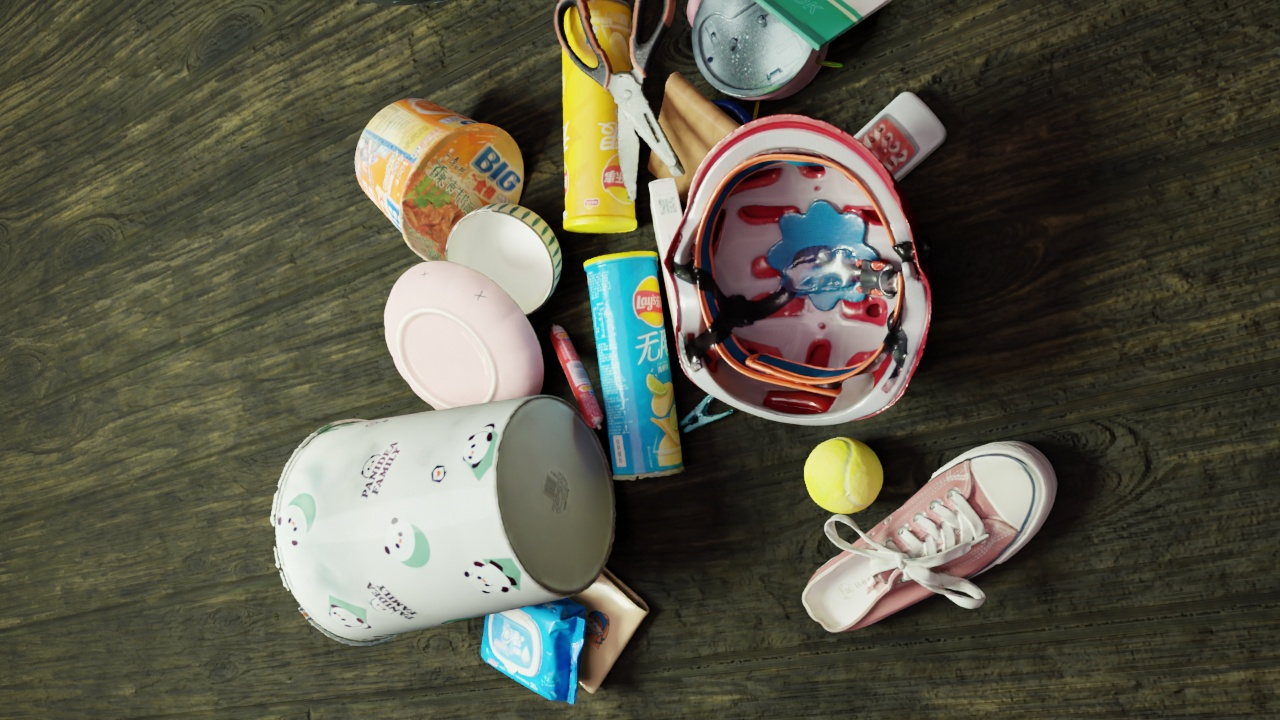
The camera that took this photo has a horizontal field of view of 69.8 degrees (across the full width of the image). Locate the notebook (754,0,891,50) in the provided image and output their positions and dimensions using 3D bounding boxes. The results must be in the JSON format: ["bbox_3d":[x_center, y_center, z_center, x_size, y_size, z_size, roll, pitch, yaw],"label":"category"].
[{"bbox_3d":[0.124,-0.355,0.770,0.150,0.012,0.209,-38,71,-20],"label":"notebook"}]

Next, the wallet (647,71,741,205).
[{"bbox_3d":[0.052,-0.187,0.834,0.101,0.020,0.115,46,147,20],"label":"wallet"}]

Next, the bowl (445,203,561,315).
[{"bbox_3d":[-0.131,-0.107,0.930,0.116,0.066,0.117,8,121,13],"label":"bowl"}]

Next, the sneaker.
[{"bbox_3d":[0.226,0.154,0.747,0.242,0.087,0.118,-41,73,25],"label":"sneaker"}]

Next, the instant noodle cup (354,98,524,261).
[{"bbox_3d":[-0.212,-0.192,0.942,0.111,0.151,0.151,37,109,31],"label":"instant noodle cup"}]

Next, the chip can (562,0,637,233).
[{"bbox_3d":[-0.040,-0.232,0.884,0.072,0.072,0.213,0,91,28],"label":"chip can"}]

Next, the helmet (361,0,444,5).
[{"bbox_3d":[-0.257,-0.485,0.903,0.234,0.229,0.274,-24,73,34],"label":"helmet"}]

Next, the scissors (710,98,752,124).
[{"bbox_3d":[0.117,-0.187,0.796,0.171,0.012,0.144,-17,111,52],"label":"scissors"}]

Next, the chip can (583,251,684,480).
[{"bbox_3d":[-0.005,0.005,0.876,0.071,0.071,0.210,-8,89,28],"label":"chip can"}]

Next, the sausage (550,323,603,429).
[{"bbox_3d":[-0.063,0.013,0.904,0.020,0.020,0.155,-49,42,21],"label":"sausage"}]

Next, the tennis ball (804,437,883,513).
[{"bbox_3d":[0.174,0.098,0.786,0.066,0.065,0.065,1,93,28],"label":"tennis ball"}]

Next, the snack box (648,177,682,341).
[{"bbox_3d":[0.035,-0.081,0.842,0.027,0.085,0.156,-10,87,0],"label":"snack box"}]

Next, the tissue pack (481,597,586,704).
[{"bbox_3d":[-0.115,0.280,0.938,0.157,0.052,0.095,11,100,44],"label":"tissue pack"}]

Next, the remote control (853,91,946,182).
[{"bbox_3d":[0.195,-0.166,0.789,0.136,0.020,0.056,-41,73,24],"label":"remote control"}]

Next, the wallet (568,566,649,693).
[{"bbox_3d":[-0.051,0.269,0.938,0.087,0.024,0.115,39,112,25],"label":"wallet"}]

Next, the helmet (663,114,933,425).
[{"bbox_3d":[0.137,-0.076,0.748,0.207,0.143,0.240,3,104,26],"label":"helmet"}]

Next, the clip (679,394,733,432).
[{"bbox_3d":[0.060,0.051,0.875,0.055,0.013,0.037,-34,76,24],"label":"clip"}]

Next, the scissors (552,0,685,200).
[{"bbox_3d":[-0.013,-0.259,0.815,0.189,0.015,0.224,27,100,25],"label":"scissors"}]

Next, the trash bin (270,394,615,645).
[{"bbox_3d":[-0.176,0.147,0.883,0.252,0.229,0.229,-14,85,28],"label":"trash bin"}]

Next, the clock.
[{"bbox_3d":[0.102,-0.303,0.811,0.117,0.059,0.158,-27,81,27],"label":"clock"}]

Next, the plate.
[{"bbox_3d":[-0.191,-0.008,0.946,0.192,0.038,0.193,15,126,21],"label":"plate"}]
